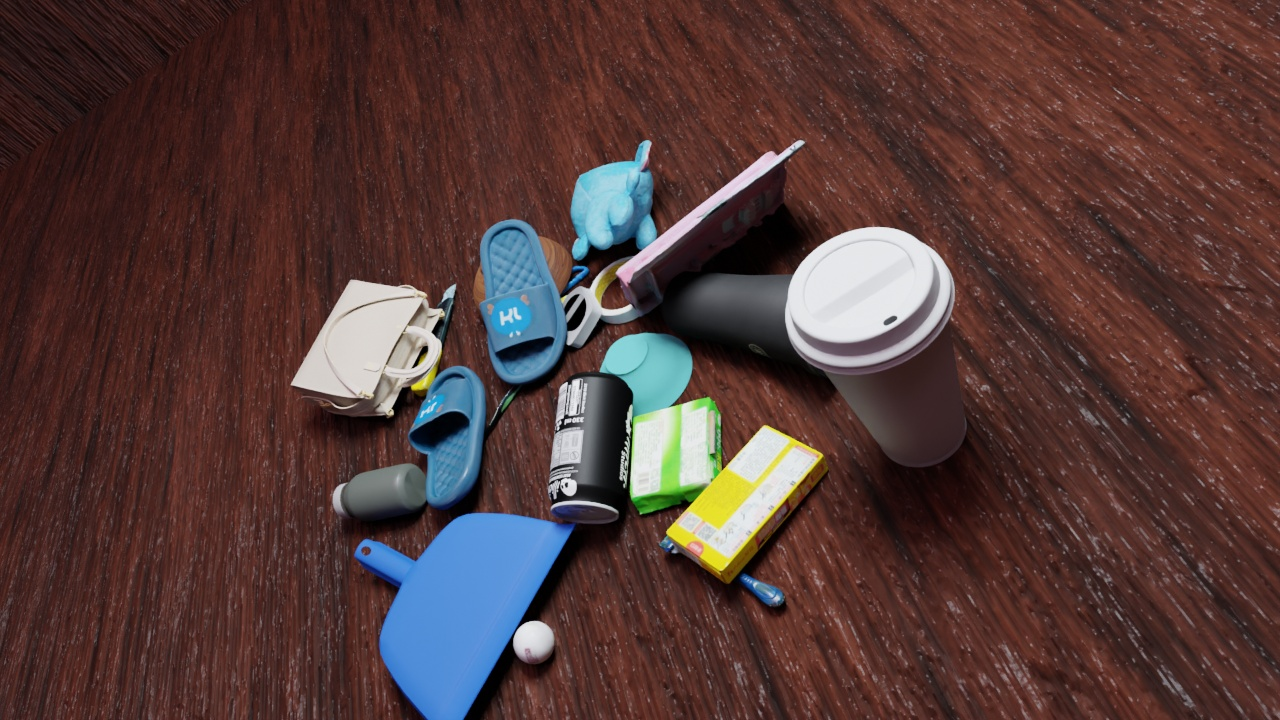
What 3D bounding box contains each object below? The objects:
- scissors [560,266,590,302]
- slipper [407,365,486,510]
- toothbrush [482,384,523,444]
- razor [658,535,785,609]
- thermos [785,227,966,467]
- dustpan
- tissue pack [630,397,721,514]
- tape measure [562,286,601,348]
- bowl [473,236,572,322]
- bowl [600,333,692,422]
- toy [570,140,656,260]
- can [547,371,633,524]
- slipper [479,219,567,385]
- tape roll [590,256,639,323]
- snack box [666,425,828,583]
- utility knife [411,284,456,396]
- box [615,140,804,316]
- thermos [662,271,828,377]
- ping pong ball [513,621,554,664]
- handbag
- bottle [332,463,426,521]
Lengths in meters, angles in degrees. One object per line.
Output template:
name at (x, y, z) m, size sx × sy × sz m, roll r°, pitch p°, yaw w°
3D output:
scissors at (-0.113, -0.070, 1.193) m, size 0.132 × 0.020 × 0.097 m, roll -38°, pitch 41°, yaw -1°
slipper at (-0.231, 0.083, 1.096) m, size 0.104 × 0.059 × 0.213 m, roll -37°, pitch 39°, yaw 19°
toothbrush at (-0.158, 0.038, 1.132) m, size 0.017 × 0.014 × 0.187 m, roll 20°, pitch 68°, yaw 41°
razor at (0.079, 0.194, 0.857) m, size 0.043 × 0.018 × 0.141 m, roll -44°, pitch 46°, yaw -19°
thermos at (0.214, 0.002, 0.779) m, size 0.132 × 0.222 × 0.131 m, roll -17°, pitch 48°, yaw 20°
dustpan at (-0.220, 0.242, 0.978) m, size 0.258 × 0.059 × 0.245 m, roll 18°, pitch 67°, yaw 30°
tissue pack at (0.038, 0.096, 0.949) m, size 0.100 × 0.034 × 0.113 m, roll -16°, pitch 49°, yaw 24°
tape measure at (-0.078, -0.055, 1.137) m, size 0.065 × 0.016 × 0.064 m, roll -55°, pitch 42°, yaw 20°
bowl at (-0.170, -0.118, 1.214) m, size 0.147 × 0.069 × 0.147 m, roll -21°, pitch 42°, yaw 21°
bowl at (-0.006, 0.006, 1.039) m, size 0.121 × 0.046 × 0.121 m, roll -17°, pitch 48°, yaw 20°
toy at (-0.027, -0.186, 1.165) m, size 0.184 × 0.115 × 0.180 m, roll -51°, pitch 23°, yaw 18°
can at (-0.052, 0.091, 0.964) m, size 0.080 × 0.080 × 0.145 m, roll -9°, pitch 61°, yaw 26°
slipper at (-0.149, -0.076, 1.130) m, size 0.104 × 0.059 × 0.213 m, roll -12°, pitch 77°, yaw 8°
tape roll at (-0.019, -0.088, 1.142) m, size 0.094 × 0.019 × 0.093 m, roll -17°, pitch 48°, yaw 20°
snack box at (0.102, 0.133, 0.870) m, size 0.152 × 0.025 × 0.075 m, roll -45°, pitch 45°, yaw -19°
utility knife at (-0.280, -0.032, 1.260) m, size 0.029 × 0.020 × 0.186 m, roll -10°, pitch 52°, yaw 25°
box at (0.074, -0.155, 1.028) m, size 0.232 × 0.180 × 0.051 m, roll -38°, pitch 80°, yaw -7°
thermos at (0.126, -0.049, 0.969) m, size 0.219 × 0.106 × 0.105 m, roll 12°, pitch 63°, yaw 44°
ping pong ball at (-0.103, 0.274, 0.891) m, size 0.040 × 0.040 × 0.040 m, roll -17°, pitch 48°, yaw 20°
handbag at (-0.341, -0.014, 1.225) m, size 0.198 × 0.101 × 0.194 m, roll 6°, pitch 62°, yaw 34°
bottle at (-0.312, 0.160, 1.098) m, size 0.109 × 0.060 × 0.060 m, roll -14°, pitch 50°, yaw 22°
